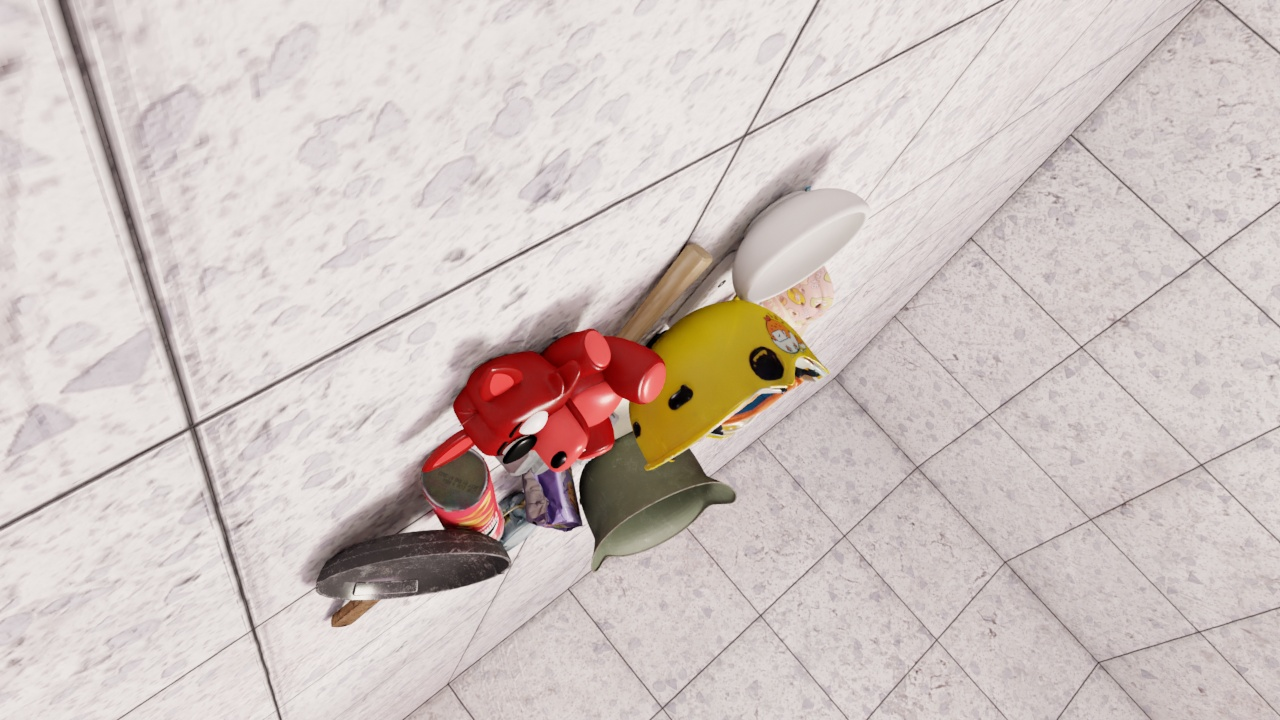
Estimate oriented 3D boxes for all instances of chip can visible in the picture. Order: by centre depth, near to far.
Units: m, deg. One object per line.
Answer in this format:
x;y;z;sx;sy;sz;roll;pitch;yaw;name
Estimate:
-0.190;0.155;0.998;0.073;0.073;0.233;-37;167;-17;chip can

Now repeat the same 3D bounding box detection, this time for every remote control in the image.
0.079;-0.083;1.119;0.137;0.013;0.043;-49;165;33;remote control

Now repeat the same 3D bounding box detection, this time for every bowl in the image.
0.171;-0.142;1.047;0.176;0.066;0.177;-31;166;-9;bowl

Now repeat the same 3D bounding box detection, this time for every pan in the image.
-0.284;0.249;1.033;0.207;0.040;0.358;7;153;-36;pan

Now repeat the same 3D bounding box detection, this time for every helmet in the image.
0.072;0.014;1.025;0.239;0.139;0.210;-20;167;-45;helmet
0.001;0.185;1.315;0.227;0.153;0.268;-25;151;-9;helmet

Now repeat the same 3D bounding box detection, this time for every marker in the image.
-0.007;0.007;1.174;0.022;0.016;0.139;14;130;-40;marker

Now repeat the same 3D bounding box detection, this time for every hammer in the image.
-0.036;0.001;1.000;0.324;0.051;0.117;-49;165;22;hammer

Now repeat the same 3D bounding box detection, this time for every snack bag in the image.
-0.123;0.182;1.242;0.058;0.096;0.205;-12;166;1;snack bag

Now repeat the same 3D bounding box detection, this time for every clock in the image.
-0.189;0.229;1.312;0.090;0.052;0.129;-38;163;-14;clock

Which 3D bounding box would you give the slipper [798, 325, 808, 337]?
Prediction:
0.186;-0.009;1.533;0.261;0.079;0.111;-54;-168;-18;slipper

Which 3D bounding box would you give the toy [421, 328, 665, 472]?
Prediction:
-0.087;0.042;0.841;0.196;0.120;0.159;-15;155;-46;toy

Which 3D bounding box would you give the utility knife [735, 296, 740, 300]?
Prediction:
0.129;-0.068;1.319;0.030;0.017;0.156;-43;168;-36;utility knife

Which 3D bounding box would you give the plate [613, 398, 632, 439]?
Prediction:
-0.019;0.052;1.178;0.182;0.034;0.182;-28;162;-10;plate

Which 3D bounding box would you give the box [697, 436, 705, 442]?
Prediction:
0.106;0.015;1.266;0.122;0.136;0.158;-27;163;-46;box

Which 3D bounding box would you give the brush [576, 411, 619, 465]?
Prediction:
-0.037;0.053;0.990;0.040;0.030;0.173;-27;155;-46;brush

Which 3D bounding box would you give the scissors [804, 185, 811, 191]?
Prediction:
0.182;-0.172;1.125;0.083;0.015;0.140;-37;170;-8;scissors

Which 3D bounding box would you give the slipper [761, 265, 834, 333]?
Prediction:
0.219;-0.085;1.366;0.081;0.093;0.198;-25;163;-19;slipper
